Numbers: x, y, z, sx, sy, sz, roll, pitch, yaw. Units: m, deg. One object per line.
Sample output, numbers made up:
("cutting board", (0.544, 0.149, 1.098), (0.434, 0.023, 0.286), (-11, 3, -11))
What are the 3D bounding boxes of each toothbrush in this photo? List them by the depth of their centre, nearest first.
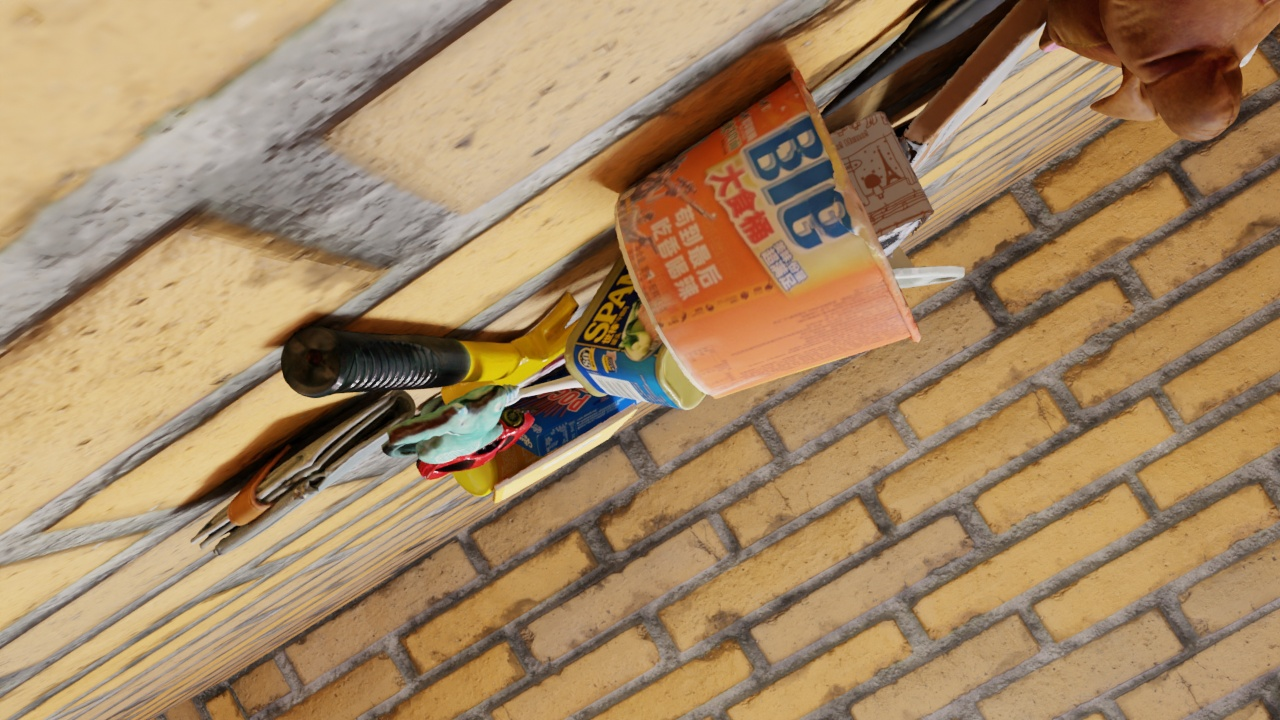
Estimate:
("toothbrush", (0.160, -0.182, 0.479), (0.213, 0.027, 0.026), (-34, -171, 28))
("toothbrush", (-0.004, 0.004, 0.652), (0.220, 0.026, 0.026), (-13, 155, -21))
("toothbrush", (-0.086, 0.003, 0.804), (0.187, 0.017, 0.016), (-30, 166, 3))

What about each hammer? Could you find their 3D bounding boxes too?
("hammer", (-0.113, 0.000, 0.541), (0.129, 0.033, 0.300), (-33, 174, 10))

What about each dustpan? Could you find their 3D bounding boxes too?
("dustpan", (0.219, -0.083, 1.048), (0.258, 0.142, 0.222), (-34, 174, 11))

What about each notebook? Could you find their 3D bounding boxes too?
("notebook", (-0.080, 0.096, 0.900), (0.145, 0.010, 0.206), (-29, 175, -13))

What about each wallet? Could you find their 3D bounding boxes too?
("wallet", (-0.216, 0.071, 0.584), (0.130, 0.037, 0.106), (-33, -176, 29))

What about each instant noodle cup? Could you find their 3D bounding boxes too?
("instant noodle cup", (0.062, -0.056, 0.476), (0.112, 0.151, 0.151), (-25, 176, 16))

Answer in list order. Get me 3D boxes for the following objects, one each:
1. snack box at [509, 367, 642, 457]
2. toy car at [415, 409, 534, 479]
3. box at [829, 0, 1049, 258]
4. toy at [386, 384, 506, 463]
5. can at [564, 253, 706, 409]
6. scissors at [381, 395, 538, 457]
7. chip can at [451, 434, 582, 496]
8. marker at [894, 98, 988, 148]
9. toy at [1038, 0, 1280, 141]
("snack box", (-0.064, 0.038, 0.905), (0.156, 0.026, 0.085), (-28, -146, -34))
("toy car", (-0.134, 0.070, 0.765), (0.106, 0.031, 0.049), (-21, 166, -36))
("box", (0.176, -0.136, 0.662), (0.261, 0.102, 0.178), (-27, 174, 3))
("toy", (-0.117, 0.041, 0.574), (0.096, 0.030, 0.092), (-18, 163, -35))
("can", (0.013, -0.021, 0.591), (0.083, 0.057, 0.102), (9, -120, 43))
("scissors", (-0.156, 0.060, 0.786), (0.129, 0.019, 0.185), (-30, 165, 5))
("chip can", (-0.103, 0.068, 0.975), (0.212, 0.072, 0.072), (-27, 172, -44))
("marker", (0.248, -0.202, 0.784), (0.131, 0.020, 0.022), (-30, -175, -20))
("toy", (0.283, -0.194, 0.478), (0.140, 0.130, 0.199), (-46, -162, 21))
